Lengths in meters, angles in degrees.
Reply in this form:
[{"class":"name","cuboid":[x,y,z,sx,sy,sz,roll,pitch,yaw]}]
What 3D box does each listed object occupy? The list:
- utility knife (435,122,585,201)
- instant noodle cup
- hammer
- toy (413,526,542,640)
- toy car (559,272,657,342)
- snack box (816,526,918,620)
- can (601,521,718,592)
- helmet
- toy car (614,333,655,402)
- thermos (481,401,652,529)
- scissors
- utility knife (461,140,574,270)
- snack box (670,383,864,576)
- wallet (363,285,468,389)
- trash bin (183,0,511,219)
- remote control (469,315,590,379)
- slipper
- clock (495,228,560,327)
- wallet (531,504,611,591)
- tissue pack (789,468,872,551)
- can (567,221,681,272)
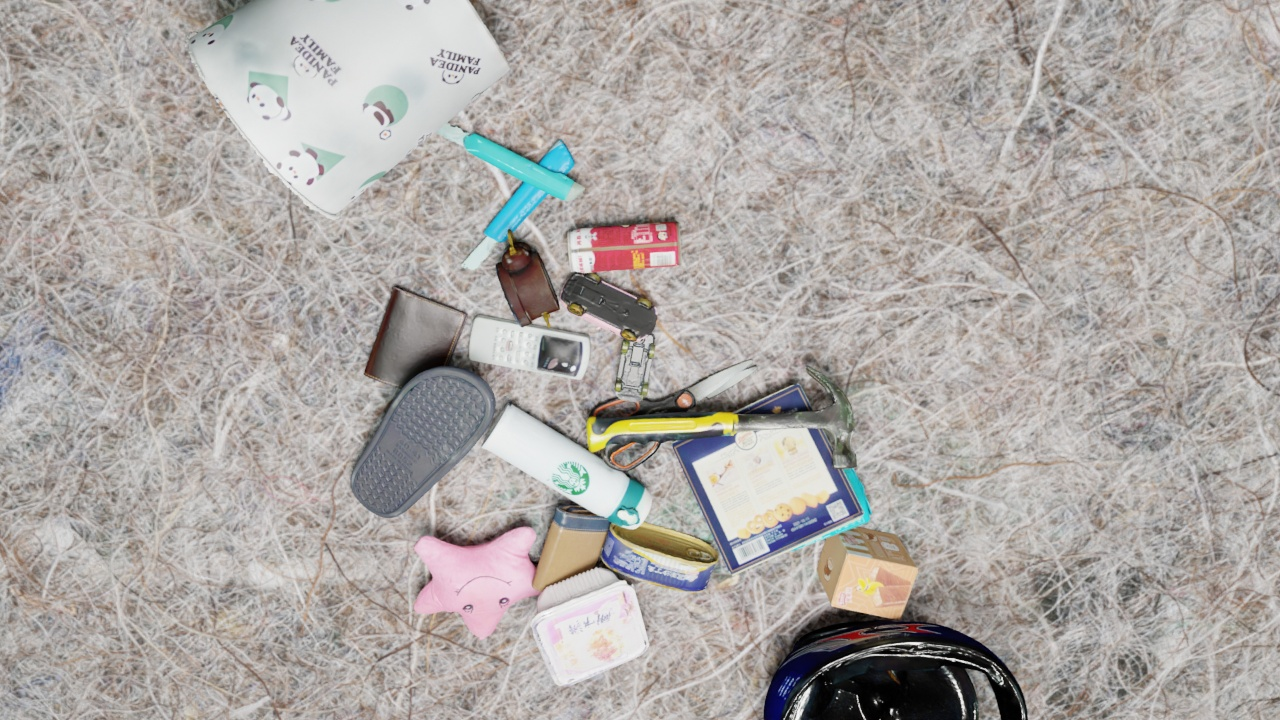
[{"class":"utility knife","cuboid":[-0.169,-0.242,1.073,0.223,0.013,0.029,27,104,0]},{"class":"instant noodle cup","cuboid":[-0.070,0.339,1.193,0.138,0.060,0.174,-20,132,-9]},{"class":"hammer","cuboid":[0.095,0.076,1.119,0.323,0.032,0.126,-3,79,6]},{"class":"toy","cuboid":[-0.199,0.295,1.204,0.194,0.074,0.179,-3,118,-12]},{"class":"toy car","cuboid":[-0.039,-0.064,1.116,0.122,0.037,0.056,26,74,-2]},{"class":"snack box","cuboid":[0.292,0.273,1.194,0.094,0.092,0.077,12,106,-5]},{"class":"can","cuboid":[0.025,0.255,1.196,0.148,0.074,0.049,16,108,-6]},{"class":"helmet","cuboid":[0.317,0.449,1.165,0.316,0.240,0.247,-20,76,12]},{"class":"toy car","cuboid":[-0.007,0.007,1.143,0.042,0.035,0.090,10,102,-2]},{"class":"thermos","cuboid":[-0.089,0.139,1.161,0.224,0.073,0.073,32,103,-9]},{"class":"scissors","cuboid":[0.036,0.045,1.159,0.143,0.022,0.235,40,86,11]},{"class":"utility knife","cuboid":[-0.148,-0.180,1.097,0.034,0.018,0.194,43,101,-1]},{"class":"snack box","cuboid":[0.156,0.148,1.144,0.178,0.046,0.182,-26,77,6]},{"class":"wallet","cuboid":[-0.280,-0.020,1.142,0.096,0.020,0.122,21,104,-12]},{"class":"trash bin","cuboid":[-0.289,-0.312,0.961,0.252,0.229,0.229,-34,104,2]},{"class":"remote control","cuboid":[-0.138,-0.016,1.143,0.150,0.021,0.058,10,106,-3]},{"class":"slipper","cuboid":[-0.269,0.092,1.151,0.110,0.083,0.269,43,119,-3]},{"class":"clock","cuboid":[-0.138,-0.097,1.089,0.055,0.082,0.122,-21,106,0]},{"class":"wallet","cuboid":[-0.088,0.245,1.194,0.090,0.033,0.115,11,101,-40]},{"class":"tissue pack","cuboid":[0.225,0.185,1.191,0.133,0.050,0.093,-23,105,6]},{"class":"can","cuboid":[-0.019,-0.135,1.094,0.133,0.053,0.053,-4,106,0]}]
